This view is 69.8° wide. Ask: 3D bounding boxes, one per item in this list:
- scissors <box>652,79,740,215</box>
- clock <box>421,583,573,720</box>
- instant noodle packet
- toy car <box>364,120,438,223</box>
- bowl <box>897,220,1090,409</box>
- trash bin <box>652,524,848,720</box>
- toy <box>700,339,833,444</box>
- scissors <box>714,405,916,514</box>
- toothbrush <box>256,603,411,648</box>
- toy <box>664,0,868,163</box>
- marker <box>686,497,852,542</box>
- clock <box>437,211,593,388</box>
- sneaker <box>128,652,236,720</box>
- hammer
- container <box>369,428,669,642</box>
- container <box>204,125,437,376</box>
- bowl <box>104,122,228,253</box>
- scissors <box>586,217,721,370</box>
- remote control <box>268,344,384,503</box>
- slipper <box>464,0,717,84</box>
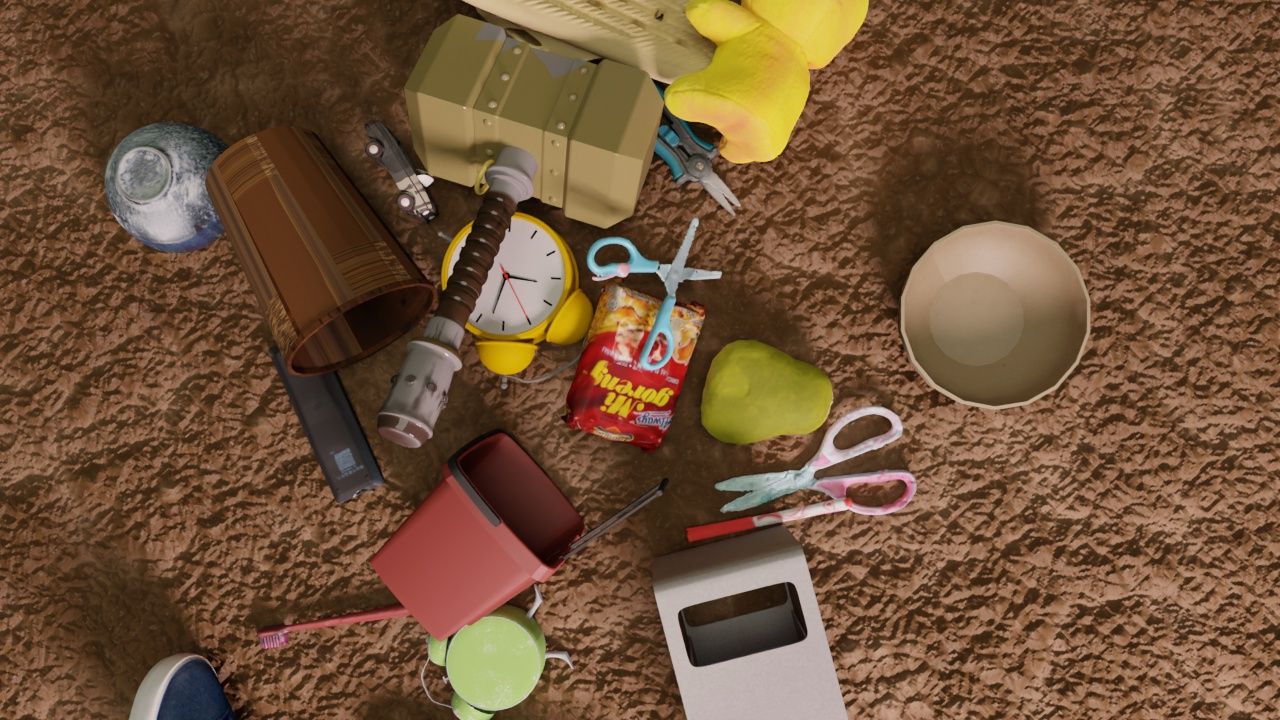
[{"bbox_3d":[0.027,-0.184,0.790,0.142,0.019,0.127,6,84,-4],"label":"scissors"},{"bbox_3d":[-0.128,0.253,0.777,0.119,0.042,0.094,-26,87,2],"label":"clock"},{"bbox_3d":[-0.005,0.004,0.764,0.098,0.040,0.135,20,88,-29],"label":"instant noodle packet"},{"bbox_3d":[-0.203,-0.163,0.786,0.037,0.040,0.092,-31,91,-2],"label":"toy car"},{"bbox_3d":[0.286,-0.036,0.763,0.152,0.050,0.152,0,89,2],"label":"bowl"},{"bbox_3d":[0.095,0.263,0.732,0.114,0.114,0.229,-15,88,1],"label":"trash bin"},{"bbox_3d":[0.107,0.031,0.768,0.110,0.051,0.090,12,92,-1],"label":"toy"},{"bbox_3d":[0.143,0.085,0.786,0.179,0.016,0.103,-5,93,5],"label":"scissors"},{"bbox_3d":[-0.238,0.225,0.795,0.190,0.016,0.016,-10,93,2],"label":"toothbrush"},{"bbox_3d":[0.108,-0.258,0.734,0.134,0.087,0.193,36,83,-38],"label":"toy"},{"bbox_3d":[0.109,0.134,0.779,0.142,0.013,0.013,-13,88,6],"label":"marker"},{"bbox_3d":[-0.105,-0.056,0.778,0.113,0.052,0.152,-27,84,1],"label":"clock"},{"bbox_3d":[-0.316,0.376,0.752,0.127,0.120,0.294,-17,91,14],"label":"sneaker"},{"bbox_3d":[-0.118,-0.086,0.688,0.190,0.101,0.324,17,65,1],"label":"hammer"},{"bbox_3d":[-0.095,0.115,0.726,0.201,0.148,0.127,-41,89,10],"label":"container"},{"bbox_3d":[-0.267,-0.093,0.750,0.132,0.132,0.167,-33,82,1],"label":"container"},{"bbox_3d":[-0.410,-0.152,0.785,0.114,0.060,0.114,0,90,2],"label":"bowl"},{"bbox_3d":[0.014,-0.053,0.732,0.135,0.015,0.133,-2,95,-32],"label":"scissors"},{"bbox_3d":[-0.274,0.048,0.795,0.047,0.022,0.150,-26,88,1],"label":"remote control"},{"bbox_3d":[-0.052,-0.293,0.769,0.261,0.079,0.111,19,67,-13],"label":"slipper"}]
